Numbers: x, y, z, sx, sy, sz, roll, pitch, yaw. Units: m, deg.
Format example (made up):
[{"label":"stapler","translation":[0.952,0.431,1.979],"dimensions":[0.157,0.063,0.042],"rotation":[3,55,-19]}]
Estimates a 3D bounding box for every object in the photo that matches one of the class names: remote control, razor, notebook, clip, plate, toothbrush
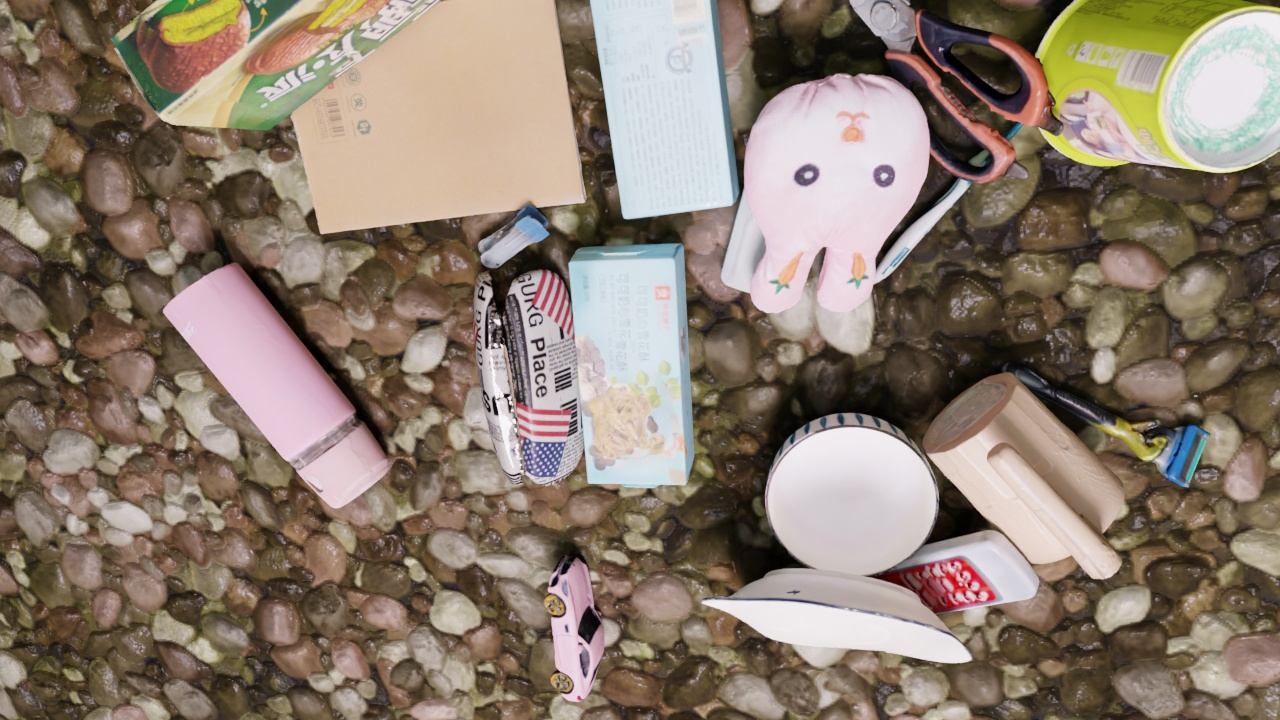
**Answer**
[{"label":"remote control","translation":[0.214,0.157,0.658],"dimensions":[0.056,0.020,0.136],"rotation":[49,140,-8]},{"label":"razor","translation":[0.313,0.038,0.631],"dimensions":[0.143,0.022,0.042],"rotation":[26,78,5]},{"label":"remote control","translation":[0.091,-0.105,0.621],"dimensions":[0.049,0.024,0.125],"rotation":[15,110,3]},{"label":"notebook","translation":[-0.150,-0.173,0.650],"dimensions":[0.208,0.008,0.148],"rotation":[-5,108,12]},{"label":"clip","translation":[-0.093,-0.088,0.662],"dimensions":[0.058,0.038,0.026],"rotation":[-33,134,22]},{"label":"plate","translation":[0.142,0.180,0.656],"dimensions":[0.164,0.034,0.164],"rotation":[-4,152,33]},{"label":"toothbrush","translation":[0.213,-0.124,0.597],"dimensions":[0.018,0.016,0.192],"rotation":[41,111,5]}]

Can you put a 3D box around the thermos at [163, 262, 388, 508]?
[{"label":"thermos","translation":[-0.281,0.025,0.717],"dimensions":[0.087,0.067,0.198],"rotation":[-23,108,49]}]

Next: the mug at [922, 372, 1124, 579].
[{"label":"mug","translation":[0.253,0.077,0.602],"dimensions":[0.103,0.124,0.084],"rotation":[45,107,-5]}]

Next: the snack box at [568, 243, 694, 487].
[{"label":"snack box","translation":[-0.004,0.004,0.661],"dimensions":[0.074,0.051,0.175],"rotation":[0,109,11]}]

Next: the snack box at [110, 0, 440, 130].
[{"label":"snack box","translation":[-0.196,-0.235,0.572],"dimensions":[0.240,0.114,0.063],"rotation":[-30,95,15]}]

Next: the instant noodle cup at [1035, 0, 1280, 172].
[{"label":"instant noodle cup","translation":[0.295,-0.153,0.505],"dimensions":[0.111,0.123,0.112],"rotation":[0,112,-1]}]

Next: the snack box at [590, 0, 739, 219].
[{"label":"snack box","translation":[0.016,-0.182,0.593],"dimensions":[0.074,0.051,0.175],"rotation":[-5,107,13]}]

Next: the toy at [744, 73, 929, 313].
[{"label":"toy","translation":[0.121,-0.101,0.584],"dimensions":[0.121,0.054,0.160],"rotation":[-3,120,-11]}]

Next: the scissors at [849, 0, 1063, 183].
[{"label":"scissors","translation":[0.170,-0.208,0.554],"dimensions":[0.186,0.015,0.209],"rotation":[10,125,39]}]

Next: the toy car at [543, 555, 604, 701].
[{"label":"toy car","translation":[-0.051,0.217,0.741],"dimensions":[0.037,0.056,0.122],"rotation":[0,109,14]}]

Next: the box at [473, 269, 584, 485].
[{"label":"box","translation":[-0.076,0.013,0.677],"dimensions":[0.087,0.076,0.163],"rotation":[-6,106,-9]}]

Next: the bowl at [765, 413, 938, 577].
[{"label":"bowl","translation":[0.148,0.088,0.655],"dimensions":[0.116,0.066,0.116],"rotation":[3,108,8]}]
